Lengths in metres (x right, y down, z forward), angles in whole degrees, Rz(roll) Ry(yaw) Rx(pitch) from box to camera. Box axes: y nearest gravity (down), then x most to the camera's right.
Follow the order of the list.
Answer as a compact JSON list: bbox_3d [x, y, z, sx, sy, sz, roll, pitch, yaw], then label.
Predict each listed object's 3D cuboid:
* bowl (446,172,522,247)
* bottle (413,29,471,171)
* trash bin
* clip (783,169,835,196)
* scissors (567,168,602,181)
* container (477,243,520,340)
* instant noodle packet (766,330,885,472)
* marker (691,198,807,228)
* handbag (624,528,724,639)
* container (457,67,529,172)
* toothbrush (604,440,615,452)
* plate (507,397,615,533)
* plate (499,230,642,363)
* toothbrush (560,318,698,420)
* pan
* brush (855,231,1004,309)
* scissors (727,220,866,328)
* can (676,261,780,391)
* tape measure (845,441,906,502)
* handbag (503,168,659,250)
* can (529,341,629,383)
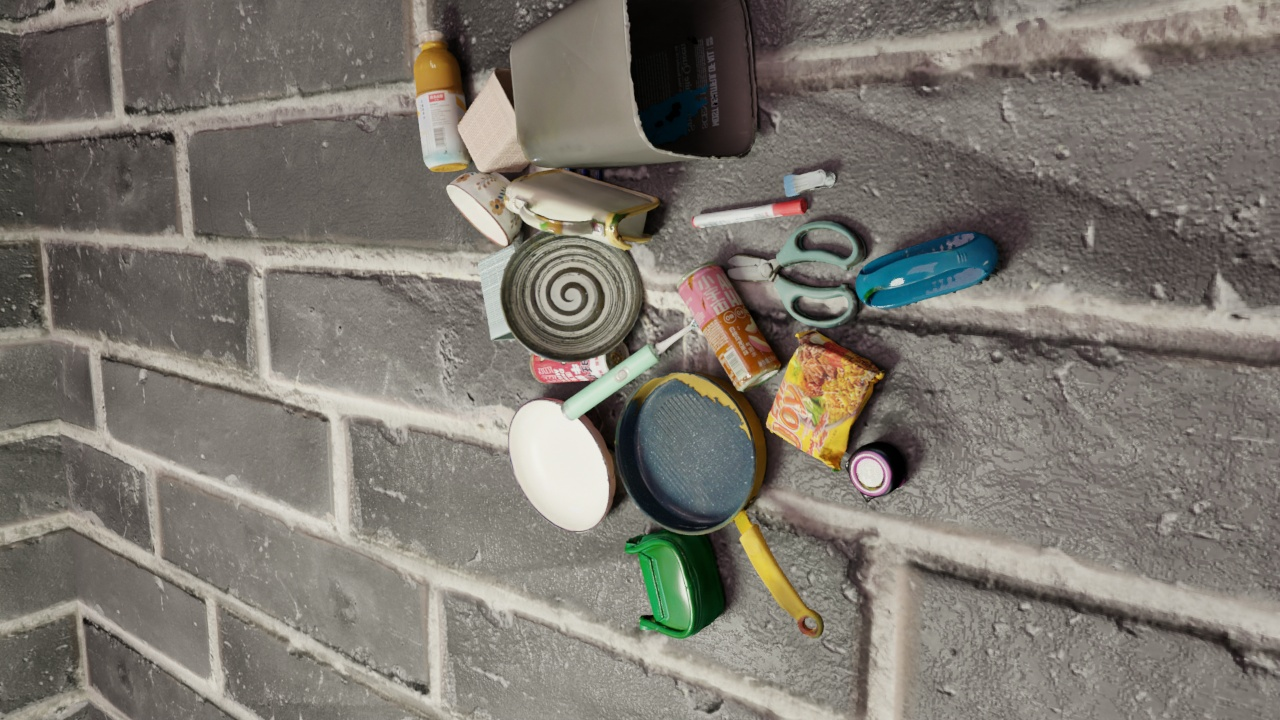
[{"bbox_3d":[-0.201,-0.214,1.243,0.113,0.113,0.062,32,73,30],"label":"bowl"},{"bbox_3d":[-0.280,-0.364,1.288,0.068,0.067,0.189,-3,96,39],"label":"bottle"},{"bbox_3d":[-0.015,-0.307,1.022,0.220,0.198,0.199,-1,95,46],"label":"trash bin"},{"bbox_3d":[0.181,-0.193,0.987,0.057,0.032,0.025,-5,92,46],"label":"clip"},{"bbox_3d":[-0.086,-0.191,1.202,0.132,0.012,0.173,37,119,26],"label":"scissors"},{"bbox_3d":[-0.156,-0.092,1.225,0.090,0.089,0.111,-18,84,38],"label":"container"},{"bbox_3d":[0.194,0.043,1.000,0.111,0.044,0.129,34,118,34],"label":"instant noodle packet"},{"bbox_3d":[0.120,-0.166,1.039,0.145,0.017,0.017,-2,97,39],"label":"marker"},{"bbox_3d":[0.037,0.277,1.148,0.120,0.067,0.131,-17,87,40],"label":"handbag"},{"bbox_3d":[-0.171,-0.308,1.201,0.111,0.089,0.090,-38,75,40],"label":"container"},{"bbox_3d":[-0.055,0.102,1.224,0.181,0.015,0.018,29,108,30],"label":"toothbrush"},{"bbox_3d":[-0.101,0.137,1.239,0.193,0.038,0.193,17,118,37],"label":"plate"},{"bbox_3d":[-0.088,-0.084,1.158,0.179,0.024,0.179,0,81,-1],"label":"plate"},{"bbox_3d":[-0.007,0.007,1.128,0.225,0.027,0.026,-35,94,17],"label":"toothbrush"},{"bbox_3d":[0.098,0.166,1.065,0.357,0.078,0.198,48,119,21],"label":"pan"},{"bbox_3d":[0.274,-0.087,0.894,0.144,0.073,0.055,-16,83,39],"label":"brush"},{"bbox_3d":[0.167,-0.084,1.015,0.180,0.019,0.143,-4,96,37],"label":"scissors"},{"bbox_3d":[0.100,-0.039,1.050,0.058,0.057,0.147,-40,73,36],"label":"can"},{"bbox_3d":[0.251,0.115,0.970,0.058,0.039,0.057,-44,71,40],"label":"tape measure"},{"bbox_3d":[-0.084,-0.172,1.089,0.163,0.178,0.063,20,115,24],"label":"handbag"},{"bbox_3d":[-0.080,0.001,1.202,0.133,0.053,0.053,-4,95,39],"label":"can"}]
